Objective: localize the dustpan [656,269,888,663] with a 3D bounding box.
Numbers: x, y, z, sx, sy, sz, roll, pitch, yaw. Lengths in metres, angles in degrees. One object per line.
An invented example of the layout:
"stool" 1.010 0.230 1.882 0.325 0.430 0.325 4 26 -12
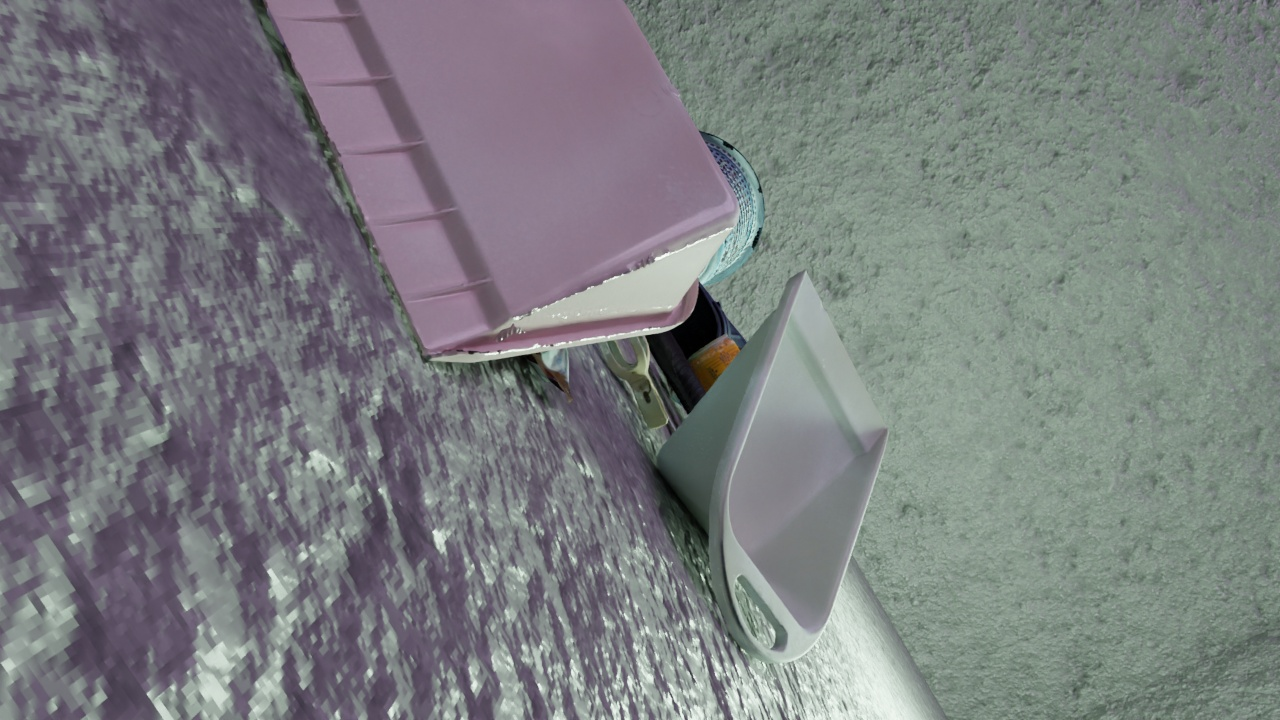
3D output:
"dustpan" 0.132 0.103 0.745 0.143 0.257 0.223 31 -19 54

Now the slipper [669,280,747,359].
"slipper" 0.075 -0.013 1.095 0.253 0.105 0.095 60 7 1

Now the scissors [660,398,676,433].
"scissors" 0.053 0.105 0.884 0.105 0.012 0.174 53 9 -29

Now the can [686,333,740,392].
"can" 0.113 0.045 1.014 0.146 0.058 0.058 57 8 5

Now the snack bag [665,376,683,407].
"snack bag" 0.065 0.049 1.040 0.104 0.026 0.048 38 9 -13

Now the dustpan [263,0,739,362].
"dustpan" -0.063 -0.098 0.533 0.222 0.272 0.139 65 -31 14

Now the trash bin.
"trash bin" 0.043 -0.180 1.216 0.226 0.227 0.194 58 21 -11

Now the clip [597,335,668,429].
"clip" -0.005 0.003 0.806 0.101 0.035 0.096 60 8 -31

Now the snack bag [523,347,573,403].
"snack bag" -0.062 -0.020 0.561 0.045 0.026 0.105 57 10 -44

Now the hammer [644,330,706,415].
"hammer" 0.009 -0.041 1.004 0.300 0.033 0.128 60 9 24
